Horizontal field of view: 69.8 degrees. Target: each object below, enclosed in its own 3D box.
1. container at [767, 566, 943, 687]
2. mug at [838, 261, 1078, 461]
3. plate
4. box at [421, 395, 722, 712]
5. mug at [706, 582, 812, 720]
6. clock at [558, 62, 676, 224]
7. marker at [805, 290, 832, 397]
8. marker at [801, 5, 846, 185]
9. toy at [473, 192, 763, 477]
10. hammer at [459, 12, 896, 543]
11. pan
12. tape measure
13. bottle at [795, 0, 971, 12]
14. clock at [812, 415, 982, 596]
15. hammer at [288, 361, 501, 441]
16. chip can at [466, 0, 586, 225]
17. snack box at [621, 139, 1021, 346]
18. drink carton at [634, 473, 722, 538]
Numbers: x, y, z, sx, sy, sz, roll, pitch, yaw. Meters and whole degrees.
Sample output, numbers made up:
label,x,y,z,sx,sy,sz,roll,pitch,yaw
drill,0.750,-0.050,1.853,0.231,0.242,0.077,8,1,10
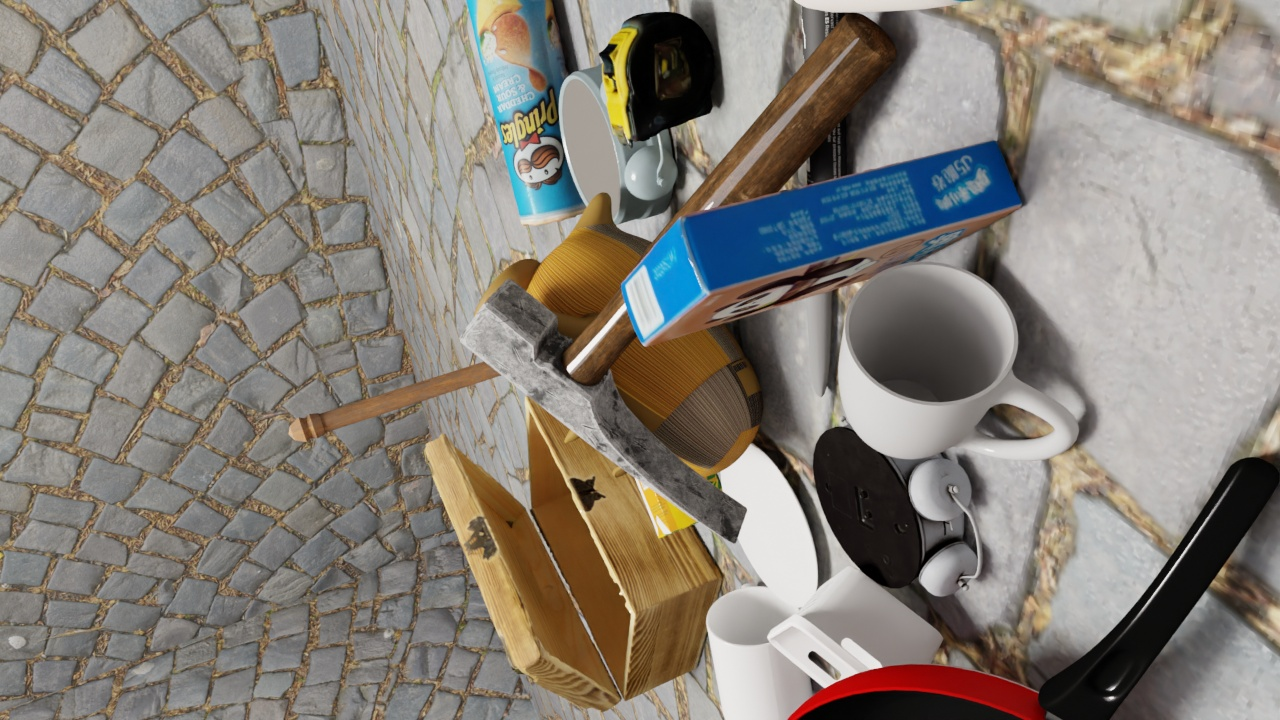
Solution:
label,x,y,z,sx,sy,sz,roll,pitch,yaw
container,0.128,0.168,0.549,0.081,0.049,0.129,37,164,14
mug,0.142,0.017,0.421,0.107,0.071,0.089,30,159,21
plate,0.100,0.122,0.700,0.134,0.011,0.135,54,155,40
box,-0.080,0.216,0.991,0.279,0.215,0.258,56,158,33
mug,0.095,0.231,0.743,0.110,0.074,0.090,-87,-13,-68
clock,-0.016,-0.166,0.701,0.159,0.045,0.122,12,120,70
marker,0.104,-0.039,0.538,0.022,0.016,0.139,-80,-15,-58
marker,0.090,-0.152,0.456,0.023,0.021,0.145,33,138,50
toy,-0.004,0.004,0.667,0.203,0.198,0.163,43,114,15
hammer,0.054,-0.037,0.507,0.217,0.036,0.302,39,128,-6
pan,0.176,0.181,0.411,0.209,0.067,0.357,28,118,20
tape measure,0.011,-0.179,0.573,0.042,0.071,0.072,42,152,63
bottle,0.108,-0.162,0.352,0.146,0.051,0.051,36,141,59
clock,0.143,0.079,0.507,0.123,0.035,0.094,28,134,62
hammer,-0.148,0.013,0.810,0.163,0.317,0.083,16,122,68
chip can,-0.096,-0.238,0.808,0.080,0.079,0.230,28,133,64
snack box,0.074,-0.050,0.397,0.087,0.151,0.034,144,108,-70
drink carton,0.026,0.092,0.802,0.122,0.058,0.041,67,161,11
